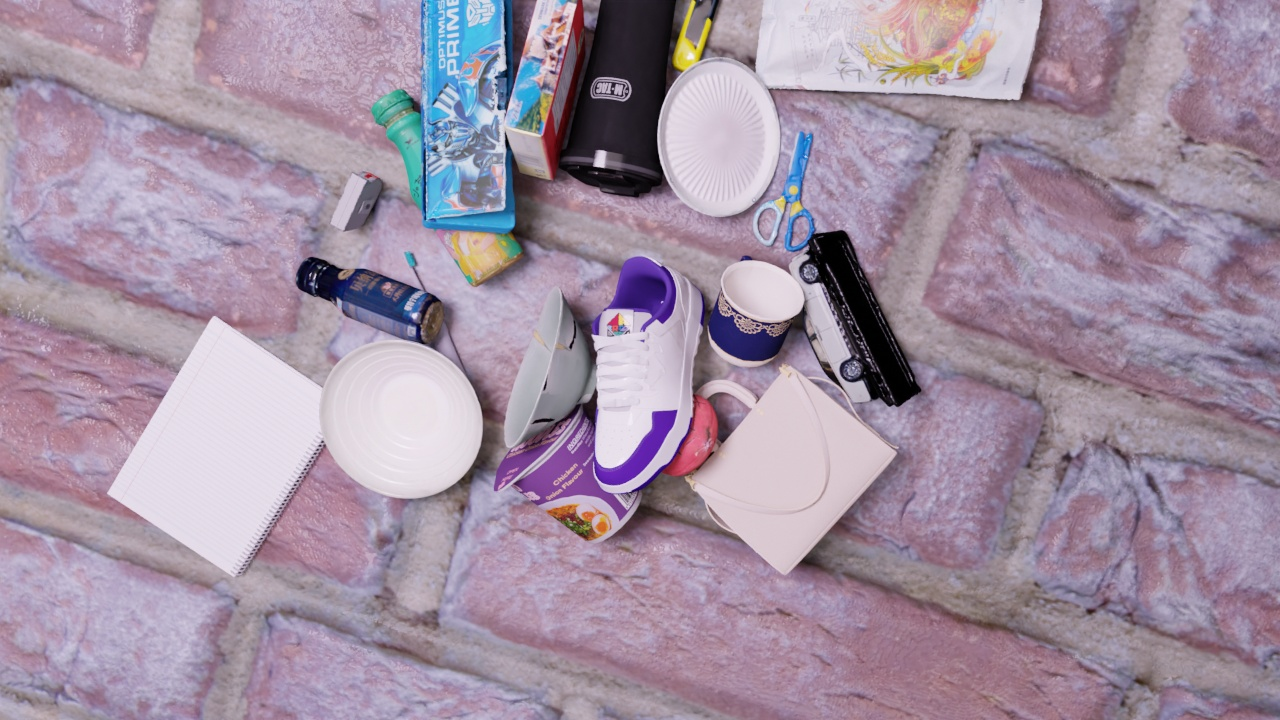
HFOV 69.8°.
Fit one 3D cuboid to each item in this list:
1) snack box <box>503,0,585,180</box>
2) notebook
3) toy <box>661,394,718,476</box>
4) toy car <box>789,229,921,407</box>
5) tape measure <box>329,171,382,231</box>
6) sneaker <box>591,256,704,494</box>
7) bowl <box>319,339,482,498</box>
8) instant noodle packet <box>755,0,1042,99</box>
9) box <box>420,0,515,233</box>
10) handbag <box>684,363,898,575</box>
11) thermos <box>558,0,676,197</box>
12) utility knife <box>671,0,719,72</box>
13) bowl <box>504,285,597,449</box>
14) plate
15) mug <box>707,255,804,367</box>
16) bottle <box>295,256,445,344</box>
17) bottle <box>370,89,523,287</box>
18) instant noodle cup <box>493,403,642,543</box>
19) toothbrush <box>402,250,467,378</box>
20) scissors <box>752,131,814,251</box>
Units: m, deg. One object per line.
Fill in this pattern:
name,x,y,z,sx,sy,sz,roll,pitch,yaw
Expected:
snack box,-0.089,-0.264,0.885,0.040,0.142,0.145,14,84,0
notebook,-0.466,0.101,1.035,0.178,0.013,0.246,34,98,-2
toy,0.028,0.073,0.964,0.062,0.133,0.092,41,67,-37
toy car,0.210,-0.035,0.951,0.071,0.094,0.191,-27,85,31
tape measure,-0.295,-0.167,0.963,0.020,0.062,0.060,29,104,-3
sneaker,-0.005,0.005,0.902,0.092,0.111,0.243,0,63,31
bowl,-0.251,0.057,0.993,0.177,0.057,0.177,1,106,4
instant noodle packet,0.256,-0.342,0.925,0.269,0.057,0.147,6,98,6
box,-0.164,-0.253,0.894,0.091,0.085,0.243,1,83,-22
handbag,0.139,0.094,0.982,0.198,0.101,0.195,41,98,8
thermos,-0.015,-0.282,0.921,0.106,0.106,0.218,10,94,0
utility knife,0.073,-0.388,0.939,0.029,0.020,0.188,18,98,-3
bowl,-0.080,0.014,0.934,0.068,0.174,0.174,18,99,-14
plate,0.079,-0.225,0.929,0.156,0.014,0.157,-7,103,-33
mug,0.112,-0.051,0.960,0.085,0.111,0.089,2,138,-13
bottle,-0.287,-0.066,0.972,0.161,0.056,0.056,21,99,12
bottle,-0.204,-0.180,0.954,0.068,0.068,0.209,-32,97,6
instant noodle cup,-0.072,0.130,0.977,0.122,0.136,0.122,47,142,-15
toothbrush,-0.220,-0.031,1.003,0.019,0.018,0.188,-20,98,14
scissors,0.166,-0.179,0.972,0.070,0.022,0.130,17,96,0
